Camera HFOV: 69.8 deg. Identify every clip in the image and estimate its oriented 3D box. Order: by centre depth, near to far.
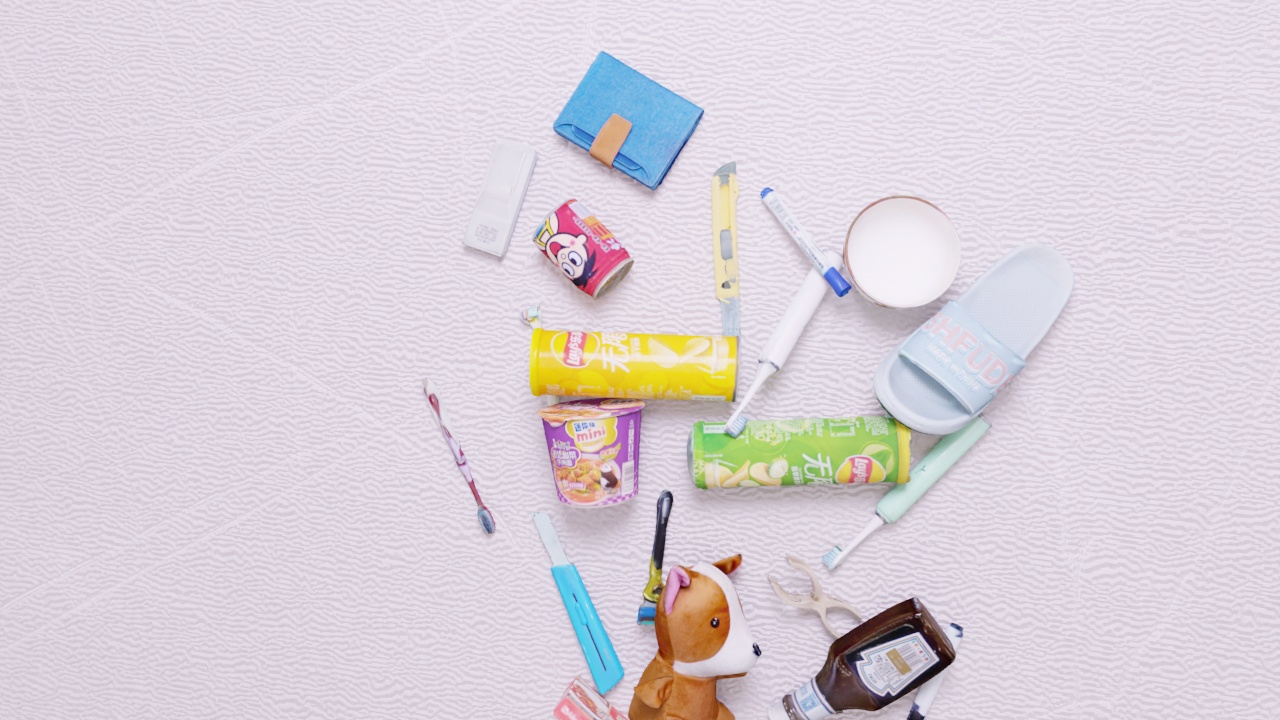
[{"bbox_3d":[0.186,0.235,0.948,0.104,0.034,0.081,25,93,3],"label":"clip"}]

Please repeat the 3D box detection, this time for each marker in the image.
[{"bbox_3d":[0.298,0.329,0.937,0.018,0.022,0.131,24,93,14],"label":"marker"},{"bbox_3d":[0.168,-0.124,0.942,0.017,0.017,0.145,-35,66,5],"label":"marker"}]

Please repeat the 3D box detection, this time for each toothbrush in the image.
[{"bbox_3d":[0.144,-0.019,0.932,0.026,0.027,0.220,30,78,10],"label":"toothbrush"},{"bbox_3d":[0.272,0.136,0.941,0.224,0.026,0.027,-46,52,5],"label":"toothbrush"},{"bbox_3d":[-0.099,0.034,0.994,0.029,0.020,0.189,-14,89,32],"label":"toothbrush"},{"bbox_3d":[-0.201,0.104,1.007,0.016,0.017,0.187,-25,87,5],"label":"toothbrush"}]

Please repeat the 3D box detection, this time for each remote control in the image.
[{"bbox_3d":[-0.153,-0.179,1.003,0.049,0.024,0.125,18,92,8],"label":"remote control"}]

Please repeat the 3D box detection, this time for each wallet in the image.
[{"bbox_3d":[-0.014,-0.256,0.980,0.133,0.040,0.106,33,89,7],"label":"wallet"}]

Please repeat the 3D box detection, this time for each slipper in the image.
[{"bbox_3d":[0.336,-0.024,0.895,0.245,0.074,0.104,-43,84,-9],"label":"slipper"}]

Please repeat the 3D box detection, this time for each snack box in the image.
[{"bbox_3d":[-0.021,0.396,0.950,0.153,0.075,0.025,40,92,7],"label":"snack box"}]

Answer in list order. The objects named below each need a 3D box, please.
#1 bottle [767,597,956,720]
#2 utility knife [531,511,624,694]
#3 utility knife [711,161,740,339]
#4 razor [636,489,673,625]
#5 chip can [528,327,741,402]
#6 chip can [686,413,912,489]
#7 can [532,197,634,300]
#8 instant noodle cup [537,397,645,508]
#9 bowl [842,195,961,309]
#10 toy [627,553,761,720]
[{"bbox_3d":[0.217,0.319,0.928,0.195,0.044,0.080,-37,95,13],"label":"bottle"},{"bbox_3d":[-0.070,0.256,0.989,0.034,0.018,0.206,-25,85,7],"label":"utility knife"},{"bbox_3d":[0.093,-0.114,0.977,0.031,0.020,0.195,-3,93,13],"label":"utility knife"},{"bbox_3d":[0.019,0.208,0.975,0.042,0.022,0.142,8,85,-26],"label":"razor"},{"bbox_3d":[-0.006,0.006,0.945,0.213,0.072,0.072,2,89,2],"label":"chip can"},{"bbox_3d":[0.158,0.093,0.933,0.221,0.072,0.072,-2,89,7],"label":"chip can"},{"bbox_3d":[-0.059,-0.116,0.968,0.094,0.066,0.066,45,94,6],"label":"can"},{"bbox_3d":[-0.048,0.095,0.948,0.111,0.111,0.099,-2,98,7],"label":"instant noodle cup"},{"bbox_3d":[0.258,-0.104,0.926,0.113,0.062,0.113,0,85,2],"label":"bowl"},{"bbox_3d":[0.058,0.294,0.919,0.131,0.140,0.199,8,90,31],"label":"toy"}]
